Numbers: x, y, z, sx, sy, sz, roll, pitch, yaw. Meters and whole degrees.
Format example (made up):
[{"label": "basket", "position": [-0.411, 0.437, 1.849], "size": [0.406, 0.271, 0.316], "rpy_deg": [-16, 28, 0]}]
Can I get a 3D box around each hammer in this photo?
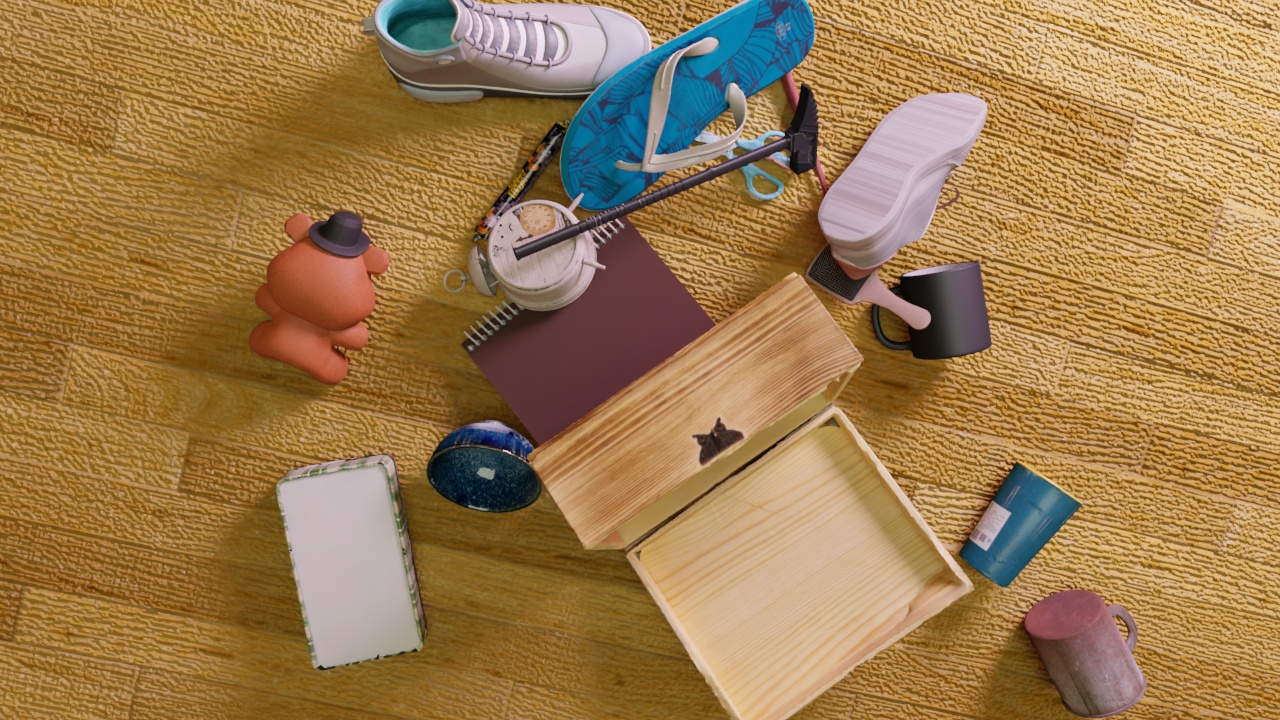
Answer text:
[{"label": "hammer", "position": [0.029, -0.166, 0.865], "size": [0.324, 0.015, 0.095], "rpy_deg": [-25, 140, -13]}]

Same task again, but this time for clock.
[{"label": "clock", "position": [-0.118, -0.099, 0.887], "size": [0.157, 0.061, 0.103], "rpy_deg": [-18, 75, 4]}]

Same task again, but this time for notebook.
[{"label": "notebook", "position": [-0.051, -0.023, 0.914], "size": [0.209, 0.022, 0.171], "rpy_deg": [-39, 82, 0]}]

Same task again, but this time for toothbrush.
[{"label": "toothbrush", "position": [0.170, -0.240, 0.938], "size": [0.016, 0.016, 0.190], "rpy_deg": [-23, 98, -8]}]

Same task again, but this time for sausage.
[{"label": "sausage", "position": [-0.117, -0.178, 0.913], "size": [0.020, 0.020, 0.155], "rpy_deg": [38, 92, -9]}]

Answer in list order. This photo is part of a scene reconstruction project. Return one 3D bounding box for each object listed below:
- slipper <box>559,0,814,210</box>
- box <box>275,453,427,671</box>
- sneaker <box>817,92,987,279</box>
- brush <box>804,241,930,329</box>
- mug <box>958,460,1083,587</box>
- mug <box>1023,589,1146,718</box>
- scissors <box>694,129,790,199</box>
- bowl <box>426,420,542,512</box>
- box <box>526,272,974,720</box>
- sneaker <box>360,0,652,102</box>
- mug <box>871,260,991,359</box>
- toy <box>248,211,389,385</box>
[{"label": "slipper", "position": [0.047, -0.249, 0.877], "size": [0.295, 0.060, 0.118], "rpy_deg": [-35, 122, 2]}, {"label": "box", "position": [-0.288, 0.202, 0.926], "size": [0.117, 0.051, 0.205], "rpy_deg": [-11, 98, -7]}, {"label": "sneaker", "position": [0.266, -0.173, 0.927], "size": [0.099, 0.089, 0.235], "rpy_deg": [33, 69, 32]}, {"label": "brush", "position": [0.232, -0.073, 0.930], "size": [0.136, 0.015, 0.050], "rpy_deg": [35, 93, 23]}, {"label": "mug", "position": [0.401, 0.178, 0.983], "size": [0.078, 0.078, 0.121], "rpy_deg": [34, 97, -9]}, {"label": "mug", "position": [0.494, 0.308, 1.002], "size": [0.122, 0.096, 0.110], "rpy_deg": [-33, 103, -21]}, {"label": "scissors", "position": [0.091, -0.208, 0.939], "size": [0.141, 0.015, 0.076], "rpy_deg": [14, 96, -1]}, {"label": "bowl", "position": [-0.151, 0.096, 0.913], "size": [0.114, 0.060, 0.115], "rpy_deg": [3, 140, 2]}, {"label": "box", "position": [0.121, 0.158, 0.852], "size": [0.279, 0.286, 0.336], "rpy_deg": [-36, 79, -1]}, {"label": "sneaker", "position": [-0.112, -0.293, 0.830], "size": [0.256, 0.160, 0.093], "rpy_deg": [-2, 96, -4]}, {"label": "mug", "position": [0.297, -0.049, 0.949], "size": [0.114, 0.078, 0.088], "rpy_deg": [-9, 98, 22]}, {"label": "toy", "position": [-0.306, -0.059, 0.871], "size": [0.112, 0.096, 0.176], "rpy_deg": [27, 121, -8]}]
